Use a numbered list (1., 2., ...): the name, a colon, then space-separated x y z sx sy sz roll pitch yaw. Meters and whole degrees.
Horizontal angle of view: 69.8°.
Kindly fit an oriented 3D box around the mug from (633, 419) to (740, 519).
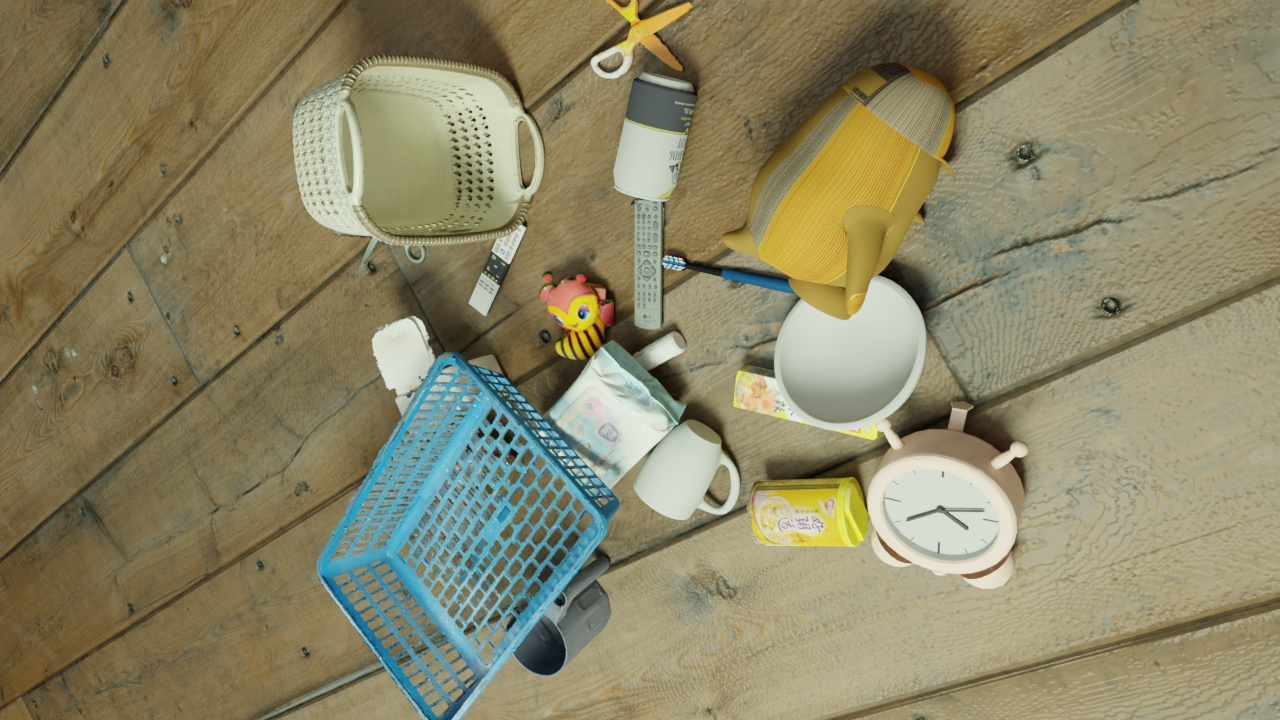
1. mug: 0.061 0.119 0.973 0.107 0.071 0.089 27 108 -10

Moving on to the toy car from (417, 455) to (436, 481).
1. toy car: -0.275 0.122 1.170 0.092 0.033 0.062 -38 90 31

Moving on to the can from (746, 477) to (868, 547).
1. can: 0.167 0.151 0.914 0.105 0.067 0.067 -6 99 31

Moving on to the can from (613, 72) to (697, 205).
1. can: 0.012 -0.215 0.908 0.064 0.064 0.127 23 113 23

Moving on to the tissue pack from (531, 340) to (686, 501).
1. tissue pack: -0.044 0.072 0.992 0.112 0.069 0.182 41 127 -2

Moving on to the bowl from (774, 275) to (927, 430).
1. bowl: 0.200 -0.004 0.853 0.150 0.043 0.149 -14 67 35

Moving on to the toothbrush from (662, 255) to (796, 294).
1. toothbrush: 0.099 -0.085 0.923 0.168 0.014 0.014 15 98 26

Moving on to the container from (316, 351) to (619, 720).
1. container: -0.186 0.195 0.999 0.257 0.089 0.363 45 117 19

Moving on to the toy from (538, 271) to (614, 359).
1. toy: -0.070 -0.052 1.007 0.084 0.046 0.103 -3 113 7

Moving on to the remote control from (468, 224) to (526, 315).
1. remote control: -0.165 -0.109 1.064 0.028 0.011 0.124 38 118 16

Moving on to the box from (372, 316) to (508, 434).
1. box: -0.247 0.009 1.076 0.109 0.125 0.137 -30 85 32

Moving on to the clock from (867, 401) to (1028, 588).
1. clock: 0.283 0.127 0.847 0.131 0.086 0.161 9 116 28

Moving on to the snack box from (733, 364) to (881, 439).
1. snack box: 0.166 0.040 0.908 0.148 0.028 0.040 13 109 26

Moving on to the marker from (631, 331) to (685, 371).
1. marker: -0.006 0.006 0.998 0.126 0.025 0.025 -30 87 31

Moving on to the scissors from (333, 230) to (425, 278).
1. scissors: -0.318 -0.171 1.134 0.142 0.014 0.174 25 112 18

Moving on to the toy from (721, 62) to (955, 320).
1. toy: 0.188 -0.155 0.791 0.204 0.162 0.198 -56 34 25

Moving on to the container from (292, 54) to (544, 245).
1. container: -0.234 -0.212 0.951 0.143 0.245 0.184 4 100 37

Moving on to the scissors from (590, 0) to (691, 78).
1. scissors: -0.005 -0.325 0.920 0.125 0.011 0.128 46 121 13

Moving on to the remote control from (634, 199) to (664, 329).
1. remote control: 0.009 -0.100 0.968 0.033 0.013 0.136 7 106 28

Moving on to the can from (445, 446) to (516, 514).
1. can: -0.189 0.139 1.098 0.043 0.086 0.086 37 117 16

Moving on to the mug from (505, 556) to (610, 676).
1. mug: -0.086 0.291 1.070 0.084 0.103 0.124 33 116 18
